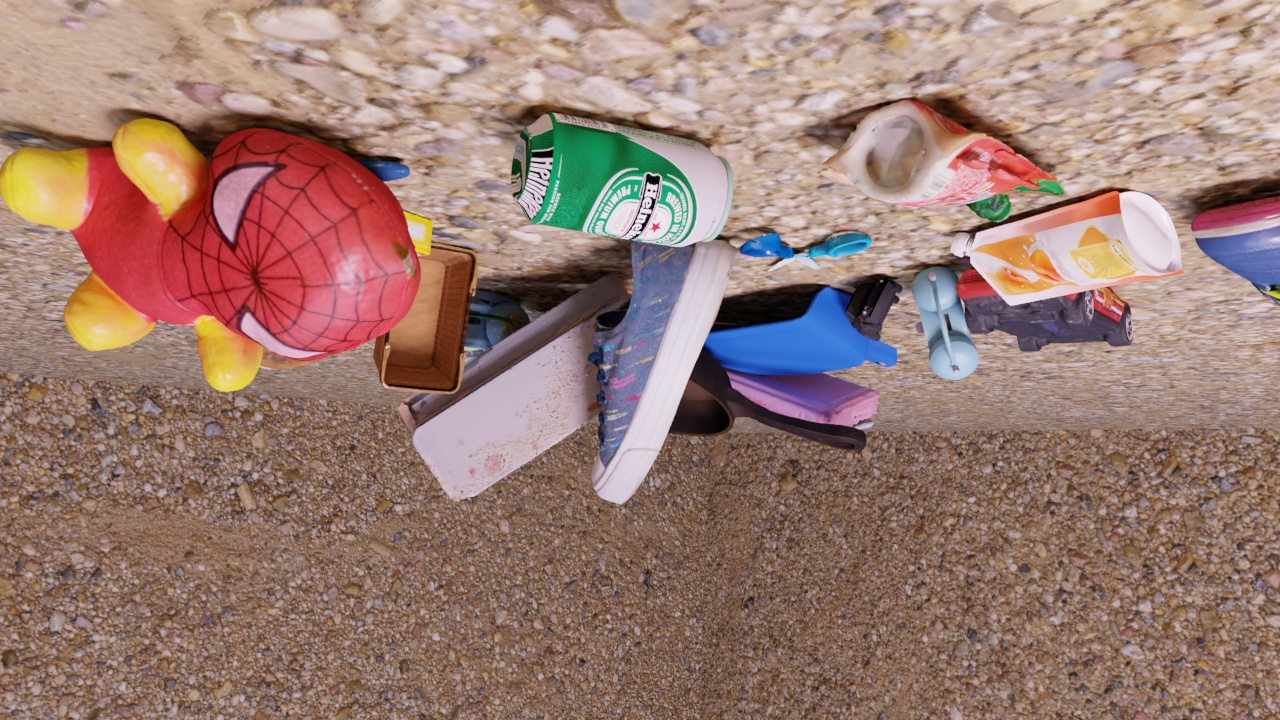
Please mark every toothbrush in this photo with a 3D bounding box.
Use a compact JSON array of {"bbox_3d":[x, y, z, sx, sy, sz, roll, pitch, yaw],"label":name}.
[{"bbox_3d":[-0.188,-0.104,0.524,0.132,0.016,0.021,-3,172,20],"label":"toothbrush"}]

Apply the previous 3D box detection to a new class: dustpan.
[{"bbox_3d":[0.167,-0.017,0.927,0.257,0.059,0.246,19,165,-34],"label":"dustpan"}]

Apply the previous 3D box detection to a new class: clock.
[{"bbox_3d":[-0.171,-0.035,0.893,0.118,0.060,0.162,7,168,-19],"label":"clock"},{"bbox_3d":[0.231,-0.028,0.705,0.042,0.087,0.123,-14,179,19],"label":"clock"}]

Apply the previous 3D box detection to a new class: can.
[{"bbox_3d":[-0.009,-0.086,0.444,0.101,0.053,0.053,6,172,-23],"label":"can"}]

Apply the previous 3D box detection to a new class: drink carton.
[{"bbox_3d":[0.254,-0.065,0.560,0.069,0.038,0.122,42,158,-17],"label":"drink carton"}]

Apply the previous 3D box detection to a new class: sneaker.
[{"bbox_3d":[-0.004,0.004,0.688,0.079,0.236,0.087,20,-149,-2],"label":"sneaker"},{"bbox_3d":[0.411,-0.038,0.532,0.241,0.091,0.116,7,174,-30],"label":"sneaker"}]

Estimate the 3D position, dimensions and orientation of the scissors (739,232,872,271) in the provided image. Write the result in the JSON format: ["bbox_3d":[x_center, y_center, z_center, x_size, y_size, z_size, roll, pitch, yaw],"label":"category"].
[{"bbox_3d":[0.104,-0.077,0.660,0.103,0.015,0.134,0,178,-11],"label":"scissors"}]

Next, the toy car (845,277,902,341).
[{"bbox_3d":[0.191,-0.045,0.763,0.036,0.042,0.091,27,179,15],"label":"toy car"}]

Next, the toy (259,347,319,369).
[{"bbox_3d":[-0.280,-0.032,0.712,0.132,0.076,0.175,7,-158,-16],"label":"toy"}]

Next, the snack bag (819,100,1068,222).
[{"bbox_3d":[0.157,-0.088,0.458,0.087,0.044,0.154,4,180,39],"label":"snack bag"}]

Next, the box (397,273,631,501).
[{"bbox_3d":[-0.092,0.013,0.775,0.216,0.095,0.108,-33,-160,-5],"label":"box"}]

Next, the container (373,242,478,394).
[{"bbox_3d":[-0.173,-0.036,0.719,0.063,0.114,0.061,7,-175,-30],"label":"container"}]

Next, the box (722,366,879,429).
[{"bbox_3d":[0.139,0.031,1.008,0.097,0.046,0.233,-19,-152,-40],"label":"box"}]

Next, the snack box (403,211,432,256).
[{"bbox_3d":[-0.225,-0.086,0.636,0.152,0.025,0.075,-2,171,32],"label":"snack box"}]

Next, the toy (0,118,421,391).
[{"bbox_3d":[-0.216,-0.061,0.489,0.216,0.098,0.148,3,130,13],"label":"toy"}]

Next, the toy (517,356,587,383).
[{"bbox_3d":[-0.094,0.009,0.864,0.096,0.041,0.094,-7,173,16],"label":"toy"}]

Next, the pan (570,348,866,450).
[{"bbox_3d":[0.051,0.025,0.916,0.356,0.043,0.249,14,160,21],"label":"pan"}]

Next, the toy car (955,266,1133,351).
[{"bbox_3d":[0.308,-0.040,0.688,0.082,0.056,0.189,-2,170,41],"label":"toy car"}]
